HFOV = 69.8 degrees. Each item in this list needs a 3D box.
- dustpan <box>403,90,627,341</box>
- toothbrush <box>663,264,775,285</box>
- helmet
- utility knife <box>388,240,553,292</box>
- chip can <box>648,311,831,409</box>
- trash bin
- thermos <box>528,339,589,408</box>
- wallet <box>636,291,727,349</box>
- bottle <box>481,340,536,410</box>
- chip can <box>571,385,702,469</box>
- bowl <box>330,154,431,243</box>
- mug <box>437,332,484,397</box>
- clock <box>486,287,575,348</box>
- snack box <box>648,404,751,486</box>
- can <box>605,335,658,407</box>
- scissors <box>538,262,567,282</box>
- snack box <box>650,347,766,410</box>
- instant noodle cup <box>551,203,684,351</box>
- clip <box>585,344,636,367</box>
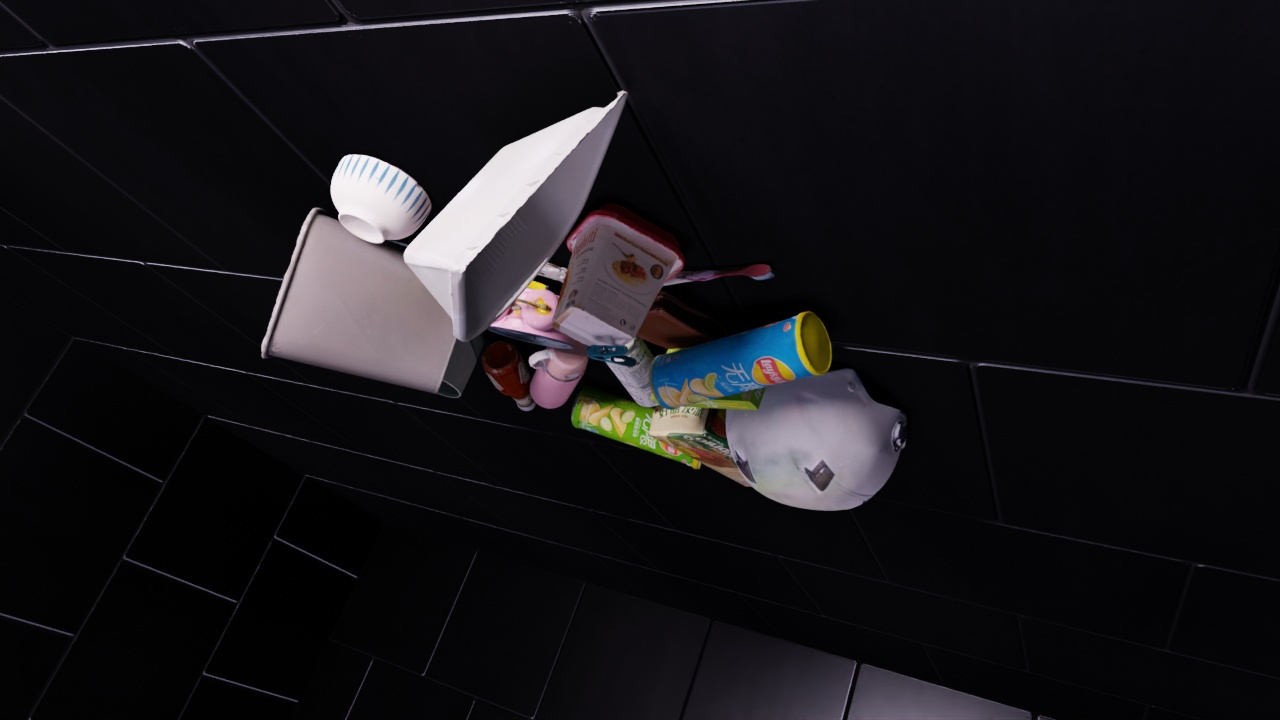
[{"bbox_3d":[-0.104,-0.111,0.872,0.142,0.222,0.258,49,158,-27],"label":"dustpan"},{"bbox_3d":[0.068,-0.092,1.015,0.188,0.016,0.017,-1,159,42],"label":"toothbrush"},{"bbox_3d":[0.219,0.118,1.186,0.229,0.145,0.258,4,152,37],"label":"helmet"},{"bbox_3d":[-0.211,-0.116,1.156,0.218,0.015,0.033,17,172,-19],"label":"utility knife"},{"bbox_3d":[0.111,0.003,1.059,0.211,0.071,0.071,-16,139,37],"label":"chip can"},{"bbox_3d":[-0.346,-0.067,1.197,0.219,0.199,0.199,19,-179,-14],"label":"trash bin"},{"bbox_3d":[-0.129,0.017,1.358,0.087,0.067,0.199,-11,166,-16],"label":"thermos"},{"bbox_3d":[0.031,-0.044,1.112,0.124,0.032,0.101,25,158,-39],"label":"wallet"},{"bbox_3d":[-0.205,0.032,1.489,0.060,0.059,0.206,16,160,13],"label":"bottle"},{"bbox_3d":[-0.001,0.104,1.448,0.221,0.072,0.073,18,158,8],"label":"chip can"},{"bbox_3d":[-0.314,-0.181,1.085,0.116,0.066,0.117,19,158,8],"label":"bowl"},{"bbox_3d":[-0.304,-0.015,1.402,0.111,0.106,0.082,32,157,-26],"label":"mug"},{"bbox_3d":[-0.143,-0.059,1.171,0.117,0.059,0.158,11,175,17],"label":"clock"},{"bbox_3d":[0.134,0.125,1.353,0.115,0.063,0.240,-4,153,47],"label":"snack box"},{"bbox_3d":[-0.007,0.007,1.251,0.058,0.058,0.147,9,155,27],"label":"can"},{"bbox_3d":[-0.075,-0.094,1.137,0.198,0.015,0.213,-2,149,45],"label":"scissors"},{"bbox_3d":[0.091,0.018,1.153,0.157,0.085,0.026,1,151,42],"label":"snack box"},{"bbox_3d":[-0.031,-0.082,0.981,0.116,0.124,0.117,27,158,-15],"label":"instant noodle cup"},{"bbox_3d":[-0.032,-0.007,0.971,0.055,0.013,0.034,8,154,22],"label":"clip"}]
